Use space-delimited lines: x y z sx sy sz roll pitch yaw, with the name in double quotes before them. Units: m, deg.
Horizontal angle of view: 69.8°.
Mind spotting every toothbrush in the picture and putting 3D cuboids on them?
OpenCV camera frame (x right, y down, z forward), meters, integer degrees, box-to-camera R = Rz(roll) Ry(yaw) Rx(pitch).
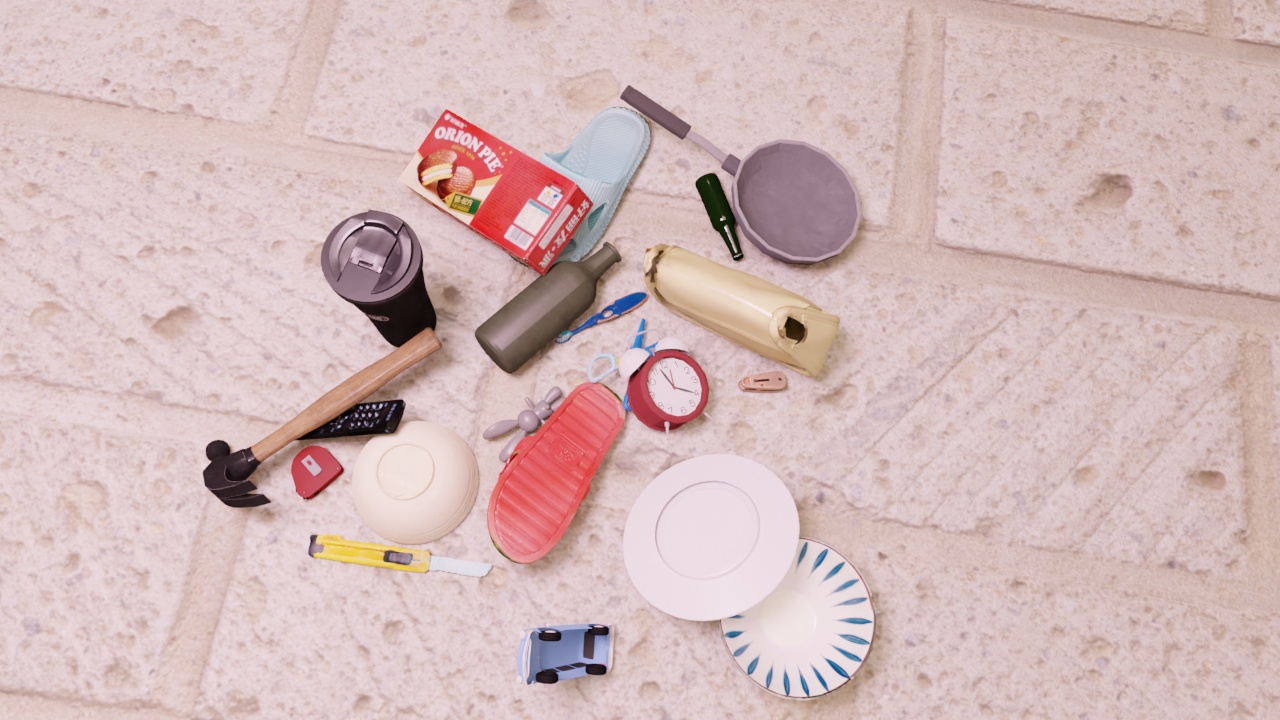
"toothbrush" -0.049 -0.057 1.178 0.135 0.017 0.021 -28 80 -10

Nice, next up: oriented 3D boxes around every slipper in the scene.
"slipper" -0.076 -0.236 1.209 0.116 0.070 0.275 30 73 4
"slipper" -0.105 0.131 1.090 0.103 0.059 0.248 36 57 -6

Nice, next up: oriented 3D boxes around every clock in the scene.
"clock" 0.029 0.027 1.123 0.096 0.048 0.137 -19 82 -27

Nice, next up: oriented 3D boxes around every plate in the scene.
"plate" 0.077 0.196 1.054 0.209 0.015 0.208 -11 52 14

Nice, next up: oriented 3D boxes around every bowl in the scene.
"bowl" 0.172 0.292 1.047 0.177 0.071 0.177 1 73 -2
"bowl" -0.270 0.136 1.077 0.151 0.075 0.150 1 72 -3

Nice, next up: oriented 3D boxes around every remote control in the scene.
"remote control" -0.345 0.074 1.089 0.150 0.022 0.047 -5 45 24

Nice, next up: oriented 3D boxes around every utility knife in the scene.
"utility knife" -0.284 0.231 1.079 0.218 0.019 0.030 8 81 -3

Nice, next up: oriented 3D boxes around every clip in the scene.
"clip" 0.153 0.026 1.153 0.061 0.049 0.025 -11 70 23

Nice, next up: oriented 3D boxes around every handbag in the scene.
"handbag" 0.122 -0.071 1.114 0.233 0.191 0.088 26 89 19

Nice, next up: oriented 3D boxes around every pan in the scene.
"pan" 0.126 -0.253 1.209 0.357 0.041 0.178 33 67 -1

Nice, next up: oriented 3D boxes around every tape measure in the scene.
"tape measure" -0.395 0.132 1.101 0.059 0.019 0.051 -42 79 -14

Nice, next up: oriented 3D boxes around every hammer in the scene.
"hammer" -0.366 0.059 1.072 0.305 0.040 0.132 -34 38 -8

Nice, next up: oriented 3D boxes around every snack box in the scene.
"snack box" -0.185 -0.214 1.155 0.236 0.060 0.113 33 88 24

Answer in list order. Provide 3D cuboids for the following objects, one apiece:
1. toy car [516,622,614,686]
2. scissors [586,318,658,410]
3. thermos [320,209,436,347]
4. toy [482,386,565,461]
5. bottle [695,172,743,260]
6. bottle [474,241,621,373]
"toy car" -0.084 0.317 1.001 0.055 0.153 0.056 -3 78 35
"scissors" -0.018 -0.003 1.150 0.110 0.018 0.130 21 65 -16
"thermos" -0.292 -0.082 1.069 0.106 0.219 0.105 1 72 -2
"toy" -0.137 0.074 1.126 0.111 0.030 0.049 -37 92 -18
"bottle" 0.108 -0.189 1.218 0.033 0.033 0.123 -18 75 -8
"bottle" -0.109 -0.074 1.152 0.206 0.071 0.071 -42 78 -14
